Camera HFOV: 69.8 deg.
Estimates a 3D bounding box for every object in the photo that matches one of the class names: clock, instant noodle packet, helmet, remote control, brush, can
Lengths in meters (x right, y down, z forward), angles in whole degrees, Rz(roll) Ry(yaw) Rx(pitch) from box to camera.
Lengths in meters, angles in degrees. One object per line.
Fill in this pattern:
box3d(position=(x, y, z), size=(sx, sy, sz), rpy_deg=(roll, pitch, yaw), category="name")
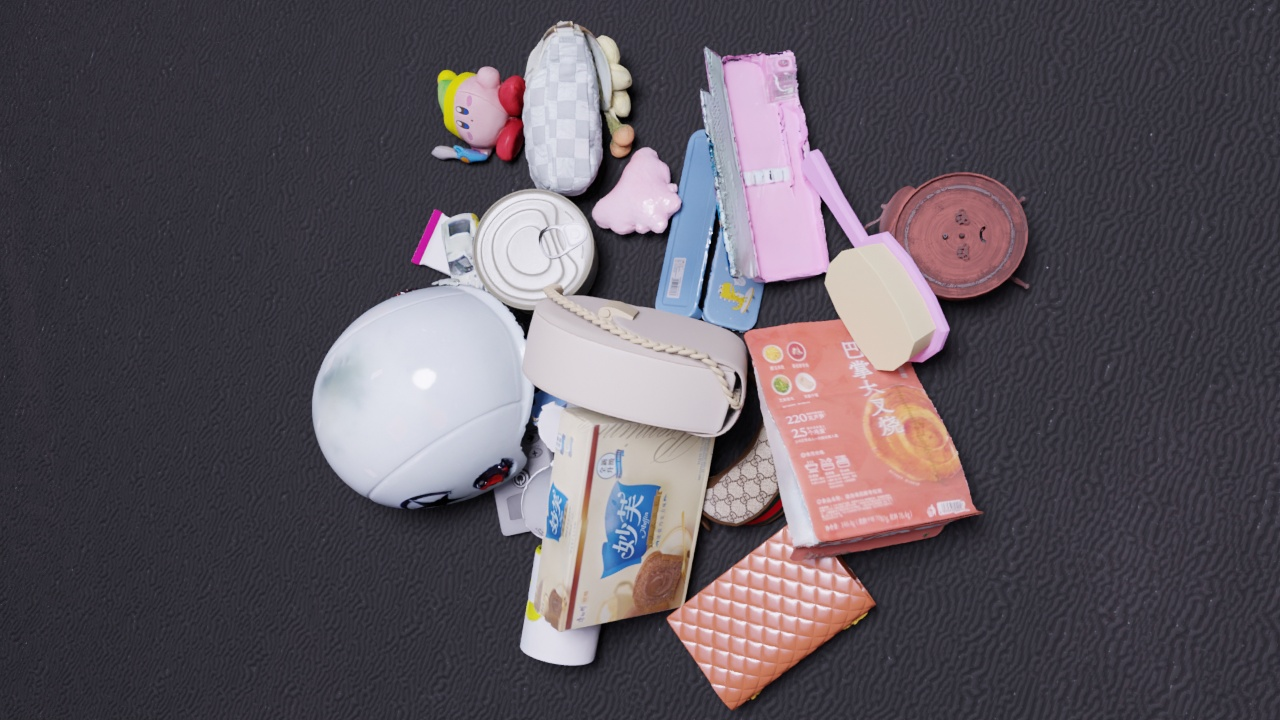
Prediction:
box3d(position=(0.288, -0.112, 0.880), size=(0.158, 0.072, 0.120), rpy_deg=(-2, 84, 17), category="clock")
box3d(position=(0.197, 0.060, 0.856), size=(0.164, 0.084, 0.220), rpy_deg=(-7, 69, -16), category="instant noodle packet")
box3d(position=(-0.242, 0.041, 0.959), size=(0.265, 0.163, 0.236), rpy_deg=(-34, 77, 38), category="helmet")
box3d(position=(-0.133, 0.115, 1.024), size=(0.074, 0.019, 0.151), rpy_deg=(-15, 81, 16), category="remote control")
box3d(position=(0.205, -0.097, 0.869), size=(0.043, 0.089, 0.228), rpy_deg=(-23, 77, -22), category="brush")
box3d(position=(-0.110, -0.113, 0.990), size=(0.128, 0.073, 0.127), rpy_deg=(0, 86, 3), category="can")

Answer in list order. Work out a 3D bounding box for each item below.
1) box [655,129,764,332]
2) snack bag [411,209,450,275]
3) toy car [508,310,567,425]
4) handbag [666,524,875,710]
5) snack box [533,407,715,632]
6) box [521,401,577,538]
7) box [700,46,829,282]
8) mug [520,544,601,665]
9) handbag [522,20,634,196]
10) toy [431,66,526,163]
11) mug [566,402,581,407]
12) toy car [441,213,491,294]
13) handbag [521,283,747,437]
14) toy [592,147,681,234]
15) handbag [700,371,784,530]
box3d(position=(0.085, -0.140, 0.962), size=(0.120, 0.049, 0.209), rpy_deg=(11, 89, 18), category="box")
box3d(position=(-0.173, -0.110, 1.059), size=(0.197, 0.016, 0.070), rpy_deg=(23, 89, 18), category="snack bag")
box3d(position=(-0.130, 0.010, 1.002), size=(0.056, 0.055, 0.153), rpy_deg=(-26, 60, -27), category="toy car")
box3d(position=(0.130, 0.247, 0.904), size=(0.172, 0.060, 0.109), rpy_deg=(-40, 69, 8), category="handbag")
box3d(position=(-0.014, 0.149, 0.889), size=(0.055, 0.153, 0.207), rpy_deg=(24, 109, 50), category="snack box")
box3d(position=(-0.065, 0.116, 0.940), size=(0.083, 0.136, 0.143), rpy_deg=(23, 91, 29), category="box")
box3d(position=(0.106, -0.190, 0.907), size=(0.066, 0.158, 0.230), rpy_deg=(-10, 89, 51), category="box")
box3d(position=(-0.077, 0.253, 0.960), size=(0.083, 0.082, 0.106), rpy_deg=(9, 89, 18), category="mug")
box3d(position=(-0.066, -0.263, 0.992), size=(0.123, 0.112, 0.171), rpy_deg=(-2, 97, -16), category="handbag")
box3d(position=(-0.192, -0.288, 1.063), size=(0.131, 0.096, 0.124), rpy_deg=(16, 129, 11), category="toy")
box3d(position=(-0.026, 0.076, 0.971), size=(0.090, 0.073, 0.105), rpy_deg=(16, 119, 19), category="mug")
box3d(position=(-0.198, -0.117, 1.041), size=(0.048, 0.033, 0.105), rpy_deg=(-16, 79, 13), category="toy car")
box3d(position=(-0.005, 0.005, 0.865), size=(0.208, 0.210, 0.103), rpy_deg=(15, 103, 4), category="handbag")
box3d(position=(0.003, -0.176, 0.989), size=(0.093, 0.050, 0.102), rpy_deg=(35, 93, 30), category="toy")
box3d(position=(0.103, 0.092, 0.937), size=(0.138, 0.063, 0.167), rpy_deg=(42, 103, 34), category="handbag")
